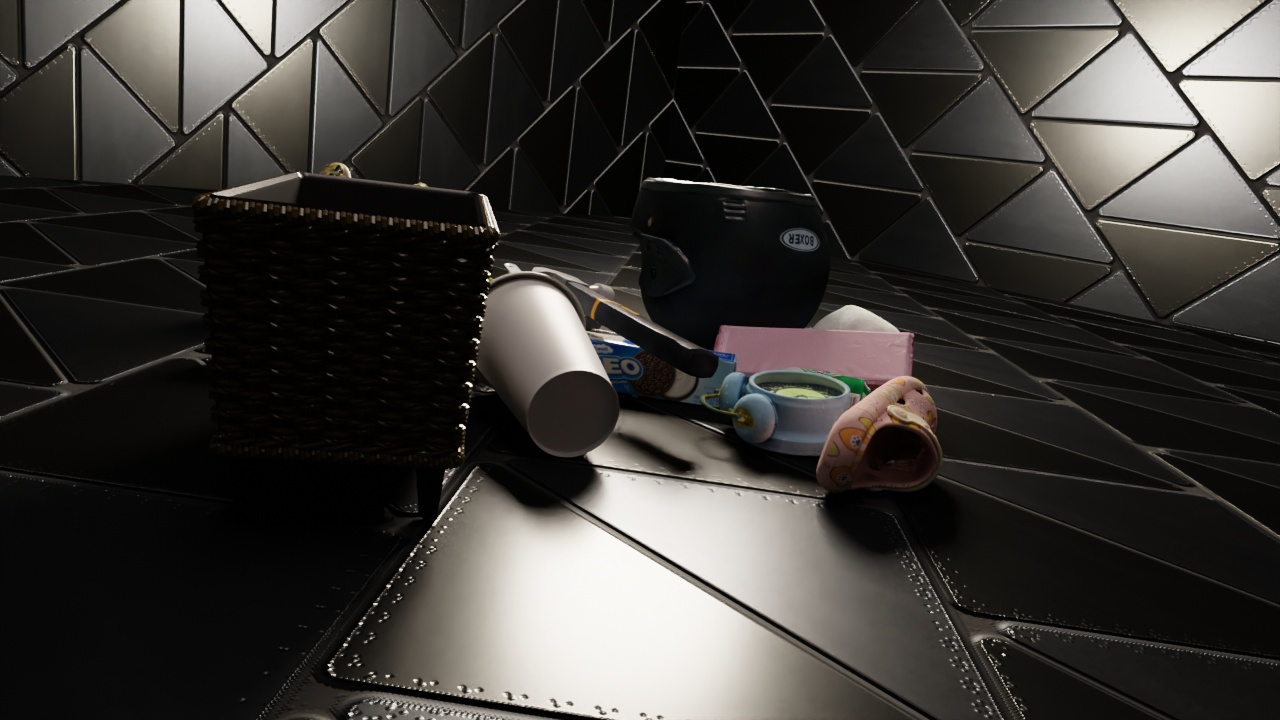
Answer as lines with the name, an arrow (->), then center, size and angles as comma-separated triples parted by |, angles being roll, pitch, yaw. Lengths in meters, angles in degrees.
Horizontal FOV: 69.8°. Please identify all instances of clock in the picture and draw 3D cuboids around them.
clock -> 0.138, 0.051, 0.913 | 0.162, 0.060, 0.118 | 0, 16, -15

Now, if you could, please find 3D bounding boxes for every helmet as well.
helmet -> 0.107, -0.124, 1.264 | 0.248, 0.236, 0.317 | -2, 14, -36

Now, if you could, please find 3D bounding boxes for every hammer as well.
hammer -> -0.019, -0.044, 0.999 | 0.139, 0.035, 0.313 | 14, 10, -38

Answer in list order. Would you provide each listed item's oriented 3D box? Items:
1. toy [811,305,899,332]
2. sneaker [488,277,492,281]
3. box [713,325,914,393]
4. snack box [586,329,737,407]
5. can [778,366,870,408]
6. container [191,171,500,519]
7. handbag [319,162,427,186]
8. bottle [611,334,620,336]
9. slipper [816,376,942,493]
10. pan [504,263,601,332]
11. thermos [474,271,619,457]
toy -> 0.255, -0.001, 1.148 | 0.139, 0.101, 0.179 | 1, 28, 34
sneaker -> -0.160, -0.052, 1.073 | 0.116, 0.091, 0.241 | 31, 14, 18
box -> 0.200, 0.000, 1.079 | 0.233, 0.037, 0.098 | 2, 44, 16
snack box -> -0.006, 0.006, 1.031 | 0.226, 0.059, 0.059 | 10, 10, 5
can -> 0.199, 0.039, 1.011 | 0.101, 0.053, 0.053 | 10, 13, 12
container -> -0.212, -0.026, 0.710 | 0.176, 0.205, 0.321 | 5, 13, -12
handbag -> -0.371, -0.163, 1.260 | 0.089, 0.191, 0.232 | 15, 7, 21
bottle -> 0.022, -0.004, 1.111 | 0.131, 0.048, 0.048 | 17, 16, 37
slipper -> 0.228, 0.073, 0.811 | 0.081, 0.093, 0.196 | 28, 22, 30
pan -> -0.166, -0.097, 1.407 | 0.200, 0.051, 0.357 | 2, 14, -21
thermos -> -0.092, 0.004, 0.869 | 0.131, 0.132, 0.222 | 2, 21, -22
